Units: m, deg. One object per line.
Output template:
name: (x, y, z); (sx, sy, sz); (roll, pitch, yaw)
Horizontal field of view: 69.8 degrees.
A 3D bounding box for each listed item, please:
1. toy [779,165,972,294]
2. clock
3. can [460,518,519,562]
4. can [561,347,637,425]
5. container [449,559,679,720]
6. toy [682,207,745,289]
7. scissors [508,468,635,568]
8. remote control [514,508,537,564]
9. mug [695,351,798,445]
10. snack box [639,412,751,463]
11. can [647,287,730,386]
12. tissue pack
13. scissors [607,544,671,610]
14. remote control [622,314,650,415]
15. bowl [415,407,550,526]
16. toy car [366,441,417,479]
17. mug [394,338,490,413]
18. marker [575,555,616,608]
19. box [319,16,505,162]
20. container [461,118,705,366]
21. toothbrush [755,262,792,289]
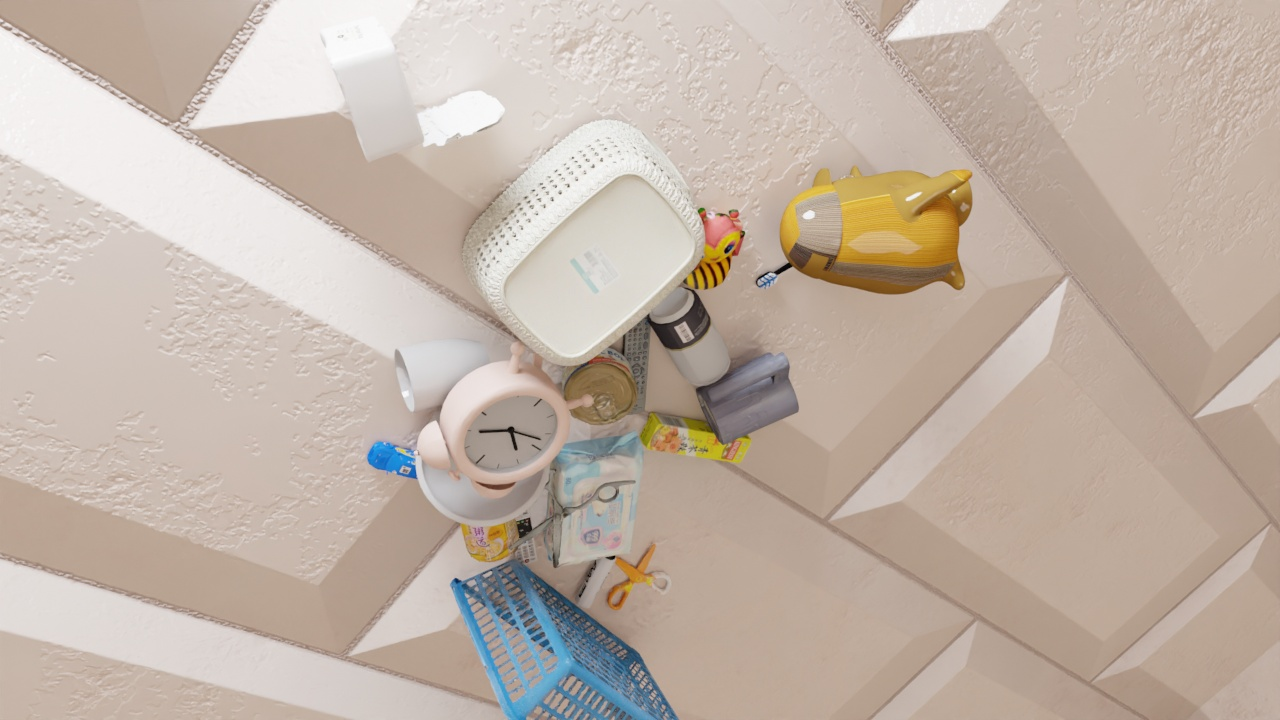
toy: (0.252, -0.150, 1.031); (0.203, 0.162, 0.199); (-1, 150, -14)
clock: (-0.149, 0.063, 0.976); (0.160, 0.086, 0.131); (-49, 132, 1)
can: (-0.186, 0.187, 1.110); (0.067, 0.067, 0.105); (-15, 126, -14)
can: (-0.048, 0.030, 1.072); (0.086, 0.043, 0.086); (-4, 121, -7)
container: (-0.071, 0.414, 1.192); (0.089, 0.257, 0.362); (-43, 128, -2)
toy: (0.079, -0.129, 1.032); (0.084, 0.046, 0.104); (-9, 128, -25)
scissors: (-0.084, 0.180, 1.099); (0.173, 0.014, 0.142); (-19, 115, -2)
remote control: (-0.154, 0.214, 1.176); (0.028, 0.011, 0.124); (-14, 125, -14)
mug: (0.130, 0.041, 1.126); (0.104, 0.083, 0.124); (-25, 158, -4)
snack box: (0.072, 0.101, 1.187); (0.147, 0.029, 0.040); (11, 116, -28)
can: (0.060, -0.024, 1.078); (0.064, 0.064, 0.127); (-33, 128, 0)
tissue pack: (-0.059, 0.174, 1.153); (0.112, 0.070, 0.182); (-4, 122, -20)
scissors: (0.001, 0.309, 1.303); (0.127, 0.011, 0.125); (12, 117, -30)
remote control: (-0.007, 0.006, 1.101); (0.033, 0.013, 0.137); (-7, 124, -18)
bowl: (-0.180, 0.115, 1.049); (0.149, 0.043, 0.149); (2, 78, -10)
toy car: (-0.262, 0.131, 1.044); (0.092, 0.062, 0.033); (21, 111, -32)
mug: (-0.214, 0.021, 0.999); (0.089, 0.071, 0.107); (-15, 154, -24)
marker: (-0.054, 0.286, 1.256); (0.025, 0.025, 0.126); (14, 115, -30)
box: (-0.192, -0.238, 0.806); (0.136, 0.108, 0.126); (-20, 128, -9)
container: (-0.052, -0.112, 0.924); (0.246, 0.142, 0.184); (-42, 114, 7)
toothbrush: (0.212, -0.133, 1.103); (0.167, 0.014, 0.014); (-31, 117, -1)
